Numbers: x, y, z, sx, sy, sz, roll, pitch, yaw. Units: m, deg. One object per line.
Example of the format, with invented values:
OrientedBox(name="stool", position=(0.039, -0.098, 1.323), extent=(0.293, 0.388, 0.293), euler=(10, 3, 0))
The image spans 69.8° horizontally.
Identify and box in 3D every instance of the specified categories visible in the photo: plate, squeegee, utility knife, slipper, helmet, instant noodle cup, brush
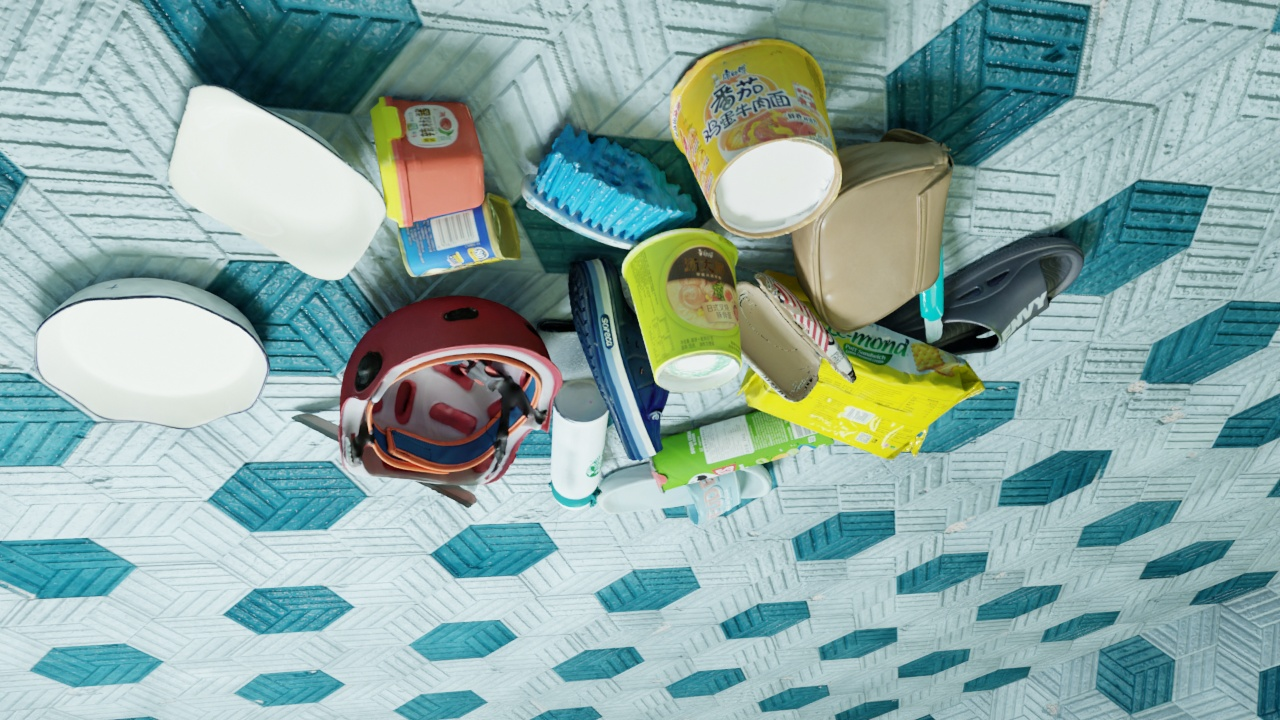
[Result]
OrientedBox(name="plate", position=(-0.287, -0.144, 0.736), extent=(0.163, 0.034, 0.165), euler=(32, 142, -19))
OrientedBox(name="squeegee", position=(-0.248, 0.126, 1.102), extent=(0.248, 0.040, 0.249), euler=(22, 170, 19))
OrientedBox(name="utility knife", position=(0.305, -0.092, 0.970), extent=(0.029, 0.013, 0.183), euler=(-3, 126, 16))
OrientedBox(name="slipper", position=(0.063, 0.183, 1.263), extent=(0.245, 0.074, 0.104), euler=(-7, 142, -3))
OrientedBox(name="slipper", position=(-0.006, 0.006, 0.955), extent=(0.095, 0.105, 0.253), euler=(-21, 130, -6))
OrientedBox(name="helmet", position=(-0.192, 0.012, 0.911), extent=(0.206, 0.143, 0.241), euler=(11, 135, -38))
OrientedBox(name="utility knife", position=(0.176, -0.077, 0.987), extent=(0.201, 0.033, 0.015), euler=(12, 142, -22))
OrientedBox(name="instant noodle cup", position=(0.046, -0.040, 0.847), extent=(0.111, 0.123, 0.112), euler=(-7, 153, -4))
OrientedBox(name="instant noodle cup", position=(0.100, -0.177, 0.766), extent=(0.138, 0.109, 0.138), euler=(-6, 144, -5))
OrientedBox(name="plate", position=(-0.469, -0.007, 0.895), extent=(0.205, 0.045, 0.205), euler=(-8, 143, -6))
OrientedBox(name="brush", position=(0.018, -0.119, 0.874), extent=(0.314, 0.060, 0.110), euler=(18, 140, -37))
OrientedBox(name="slipper", position=(0.378, -0.041, 1.044), extent=(0.269, 0.083, 0.110), euler=(-27, 143, 22))

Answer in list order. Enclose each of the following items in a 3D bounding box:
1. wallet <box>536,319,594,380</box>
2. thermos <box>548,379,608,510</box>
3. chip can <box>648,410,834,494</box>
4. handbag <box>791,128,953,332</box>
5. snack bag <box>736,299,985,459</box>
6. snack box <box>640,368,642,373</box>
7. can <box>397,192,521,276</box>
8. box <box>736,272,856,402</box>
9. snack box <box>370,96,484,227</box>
OrientedBox(name="wallet", position=(-0.062, -0.009, 1.023), extent=(0.120, 0.019, 0.097), euler=(-1, 144, -15))
OrientedBox(name="thermos", position=(-0.075, 0.112, 1.136), extent=(0.073, 0.073, 0.225), euler=(-4, 143, -10))
OrientedBox(name="chip can", position=(0.129, 0.106, 1.180), extent=(0.236, 0.072, 0.072), euler=(-17, 143, 7))
OrientedBox(name="handbag", position=(0.217, -0.126, 0.880), extent=(0.148, 0.099, 0.205), euler=(-19, 143, -2))
OrientedBox(name="snack bag", position=(0.245, 0.031, 1.058), extent=(0.246, 0.068, 0.158), euler=(20, 138, -7))
OrientedBox(name="snack box", position=(0.068, -0.019, 1.006), extent=(0.077, 0.027, 0.156), euler=(11, 150, -31))
OrientedBox(name="can", position=(-0.157, -0.107, 0.804), extent=(0.083, 0.057, 0.102), euler=(-12, -175, 5))
OrientedBox(name="box", position=(0.145, -0.016, 0.928), extent=(0.086, 0.075, 0.162), euler=(-43, 123, 10))
OrientedBox(name="snack box", position=(-0.169, -0.161, 0.736), extent=(0.080, 0.091, 0.082), euler=(-9, 144, -15))
